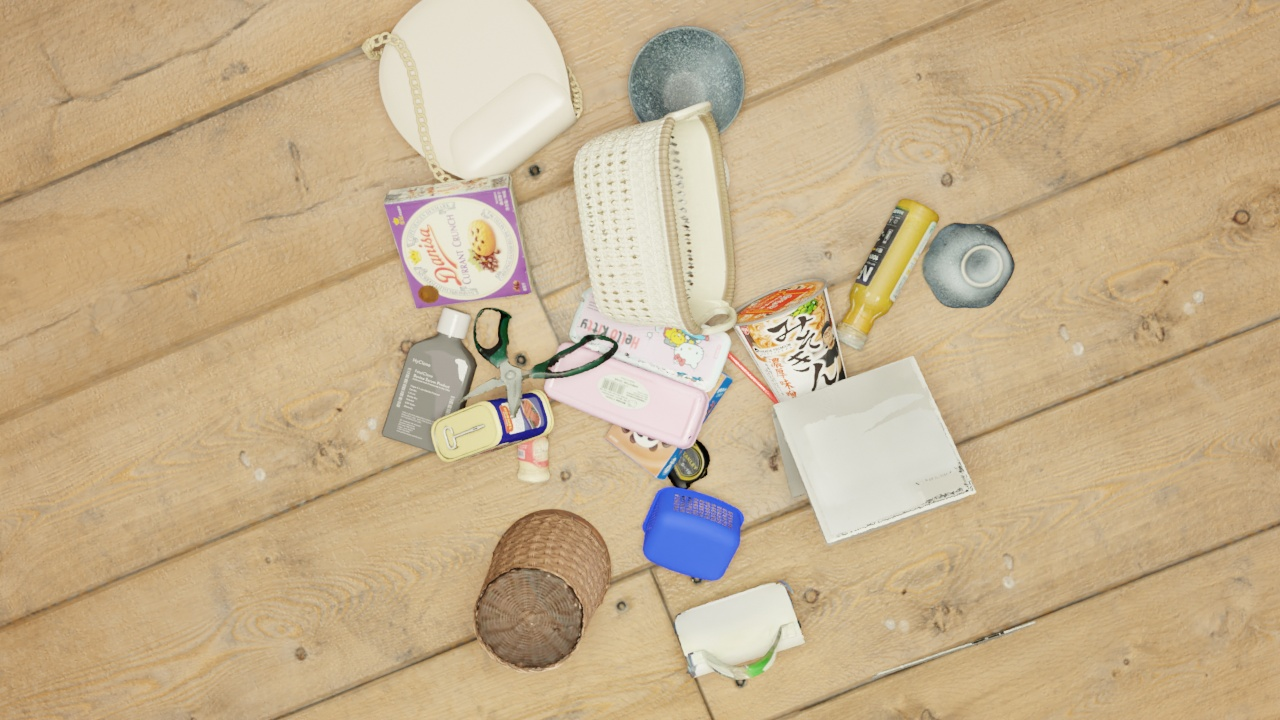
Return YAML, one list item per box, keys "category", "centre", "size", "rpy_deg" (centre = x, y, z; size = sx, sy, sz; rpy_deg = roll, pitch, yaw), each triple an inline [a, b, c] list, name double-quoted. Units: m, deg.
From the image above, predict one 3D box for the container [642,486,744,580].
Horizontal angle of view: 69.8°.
- category: "container"
  centre: [0.063, 0.216, 1.122]
  size: [0.114, 0.058, 0.096]
  rpy_deg: [19, 121, -4]

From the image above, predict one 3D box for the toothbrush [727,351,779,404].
- category: "toothbrush"
  centre: [0.174, 0.062, 1.147]
  size: [0.212, 0.012, 0.018]
  rpy_deg: [44, 94, -3]

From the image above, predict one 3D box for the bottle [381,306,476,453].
- category: "bottle"
  centre: [-0.250, 0.021, 1.131]
  size: [0.084, 0.046, 0.174]
  rpy_deg: [18, 95, -1]

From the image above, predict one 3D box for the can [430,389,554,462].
- category: "can"
  centre: [-0.177, 0.078, 1.084]
  size: [0.116, 0.092, 0.056]
  rpy_deg: [-21, 84, 33]

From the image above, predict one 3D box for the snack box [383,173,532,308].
- category: "snack box"
  centre: [-0.212, -0.140, 1.087]
  size: [0.148, 0.040, 0.144]
  rpy_deg: [-8, 126, 1]

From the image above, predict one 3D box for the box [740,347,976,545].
- category: "box"
  centre: [0.249, 0.093, 1.150]
  size: [0.167, 0.422, 0.173]
  rpy_deg: [-19, 93, 2]

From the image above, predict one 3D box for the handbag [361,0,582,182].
- category: "handbag"
  centre: [-0.191, -0.325, 1.072]
  size: [0.211, 0.103, 0.208]
  rpy_deg: [-36, 98, 5]

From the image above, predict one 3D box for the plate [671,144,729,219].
- category: "plate"
  centre: [0.058, -0.224, 1.107]
  size: [0.104, 0.026, 0.104]
  rpy_deg: [0, 87, -5]

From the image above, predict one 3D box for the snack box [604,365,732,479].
- category: "snack box"
  centre: [0.034, 0.060, 1.121]
  size: [0.087, 0.034, 0.151]
  rpy_deg: [36, 94, 24]

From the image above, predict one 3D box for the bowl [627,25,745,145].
- category: "bowl"
  centre: [0.053, -0.321, 1.091]
  size: [0.137, 0.057, 0.137]
  rpy_deg: [0, 95, 0]

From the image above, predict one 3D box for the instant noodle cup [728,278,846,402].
- category: "instant noodle cup"
  centre: [0.184, -0.017, 1.094]
  size: [0.123, 0.123, 0.122]
  rpy_deg: [-24, 104, 2]

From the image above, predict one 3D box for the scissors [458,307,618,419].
- category: "scissors"
  centre: [-0.119, -0.006, 1.076]
  size: [0.202, 0.201, 0.015]
  rpy_deg: [-6, 133, -7]

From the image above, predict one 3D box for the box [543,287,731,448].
- category: "box"
  centre: [-0.006, 0.006, 1.100]
  size: [0.201, 0.038, 0.152]
  rpy_deg: [20, 91, 18]

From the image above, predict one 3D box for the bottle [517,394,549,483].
- category: "bottle"
  centre: [-0.133, 0.096, 1.139]
  size: [0.044, 0.044, 0.109]
  rpy_deg: [0, 96, 0]

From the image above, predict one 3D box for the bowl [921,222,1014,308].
- category: "bowl"
  centre: [0.403, -0.114, 1.108]
  size: [0.110, 0.055, 0.110]
  rpy_deg: [0, 96, 1]

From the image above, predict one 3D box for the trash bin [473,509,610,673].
- category: "trash bin"
  centre: [-0.112, 0.272, 1.071]
  size: [0.151, 0.210, 0.151]
  rpy_deg: [0, 96, 0]

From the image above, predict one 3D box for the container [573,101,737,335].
- category: "container"
  centre: [0.024, -0.153, 1.023]
  size: [0.143, 0.184, 0.246]
  rpy_deg: [-1, 108, 25]

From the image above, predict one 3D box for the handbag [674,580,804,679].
- category: "handbag"
  centre: [0.119, 0.325, 1.090]
  size: [0.151, 0.176, 0.074]
  rpy_deg: [-17, 93, 3]

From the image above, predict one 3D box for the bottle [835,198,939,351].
- category: "bottle"
  centre: [0.294, -0.102, 1.111]
  size: [0.053, 0.053, 0.186]
  rpy_deg: [27, 95, -2]

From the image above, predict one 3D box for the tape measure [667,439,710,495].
- category: "tape measure"
  centre: [0.056, 0.126, 1.143]
  size: [0.061, 0.034, 0.061]
  rpy_deg: [-36, 80, 10]
